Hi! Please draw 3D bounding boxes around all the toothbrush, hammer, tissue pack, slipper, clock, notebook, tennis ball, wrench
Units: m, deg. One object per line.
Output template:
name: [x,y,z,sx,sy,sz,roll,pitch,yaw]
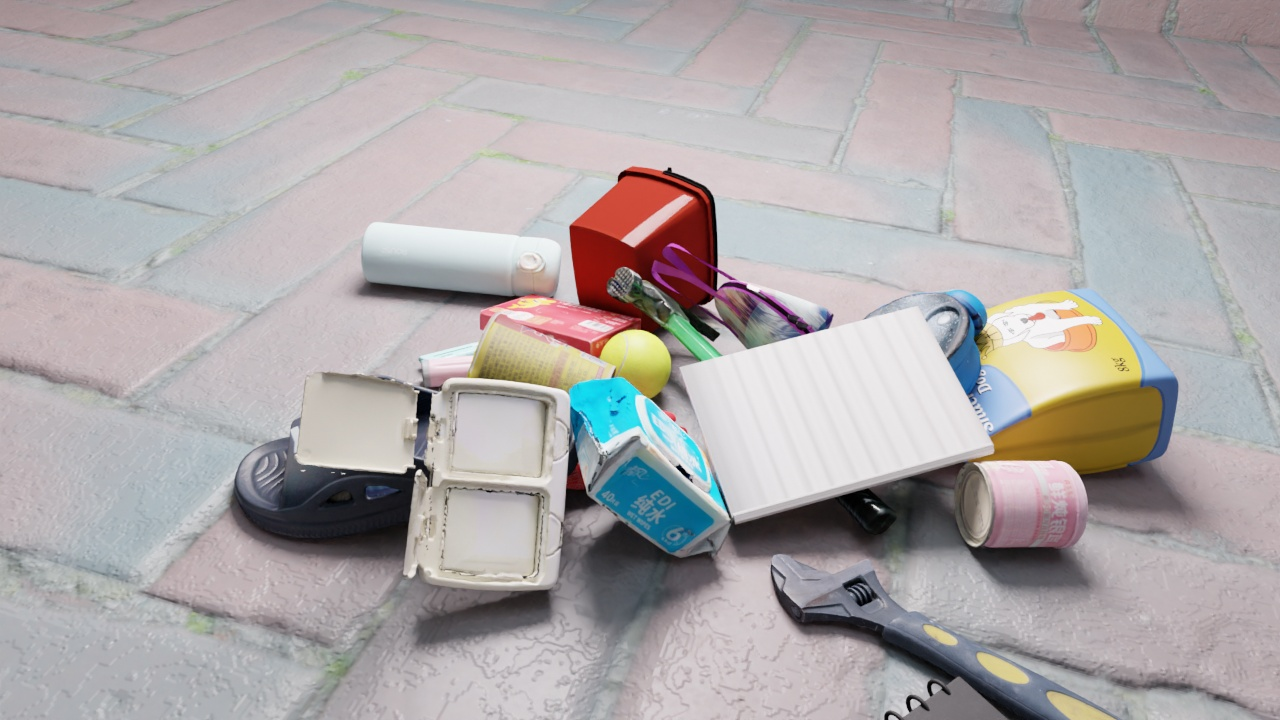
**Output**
toothbrush: [-0.092,0.004,0.861,0.222,0.027,0.026,-4,11,-14]
hammer: [0.097,0.032,0.794,0.318,0.032,0.130,46,11,36]
tissue pack: [0.006,0.077,0.675,0.062,0.144,0.092,-39,33,15]
slipper: [-0.181,0.063,0.689,0.268,0.083,0.110,-7,36,1]
clock: [0.252,-0.015,0.829,0.117,0.060,0.161,-10,39,41]
notebook: [0.150,0.276,0.476,0.231,0.019,0.169,-21,42,-29]
tennis ball: [-0.005,0.005,0.832,0.065,0.065,0.065,3,34,-2]
notebook: [0.152,0.039,0.731,0.209,0.009,0.142,-14,58,-5]
wrench: [0.207,0.195,0.609,0.273,0.022,0.073,25,39,29]

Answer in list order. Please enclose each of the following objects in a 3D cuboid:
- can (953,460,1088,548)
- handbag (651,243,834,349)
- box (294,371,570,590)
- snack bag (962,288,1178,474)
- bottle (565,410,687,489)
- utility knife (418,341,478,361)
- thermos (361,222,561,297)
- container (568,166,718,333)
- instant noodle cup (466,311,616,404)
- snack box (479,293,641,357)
can: [0.291,0.111,0.705,0.076,0.067,0.067,1,34,-4]
handbag: [0.086,-0.052,0.851,0.170,0.145,0.068,34,80,12]
box: [-0.121,0.078,0.598,0.186,0.145,0.101,8,-13,-33]
snack bag: [0.336,0.025,0.823,0.205,0.102,0.158,-11,34,3]
bottle: [-0.028,0.077,0.742,0.141,0.042,0.042,-15,38,-27]
utility knife: [-0.140,-0.016,0.898,0.158,0.015,0.022,-17,32,-34]
thermos: [-0.187,-0.106,0.978,0.207,0.065,0.078,6,-6,3]
container: [0.024,-0.130,0.966,0.127,0.148,0.200,23,47,31]
instant noodle cup: [-0.083,0.021,0.784,0.112,0.101,0.100,15,34,1]
snack box: [-0.078,-0.036,0.895,0.133,0.021,0.089,14,22,28]
